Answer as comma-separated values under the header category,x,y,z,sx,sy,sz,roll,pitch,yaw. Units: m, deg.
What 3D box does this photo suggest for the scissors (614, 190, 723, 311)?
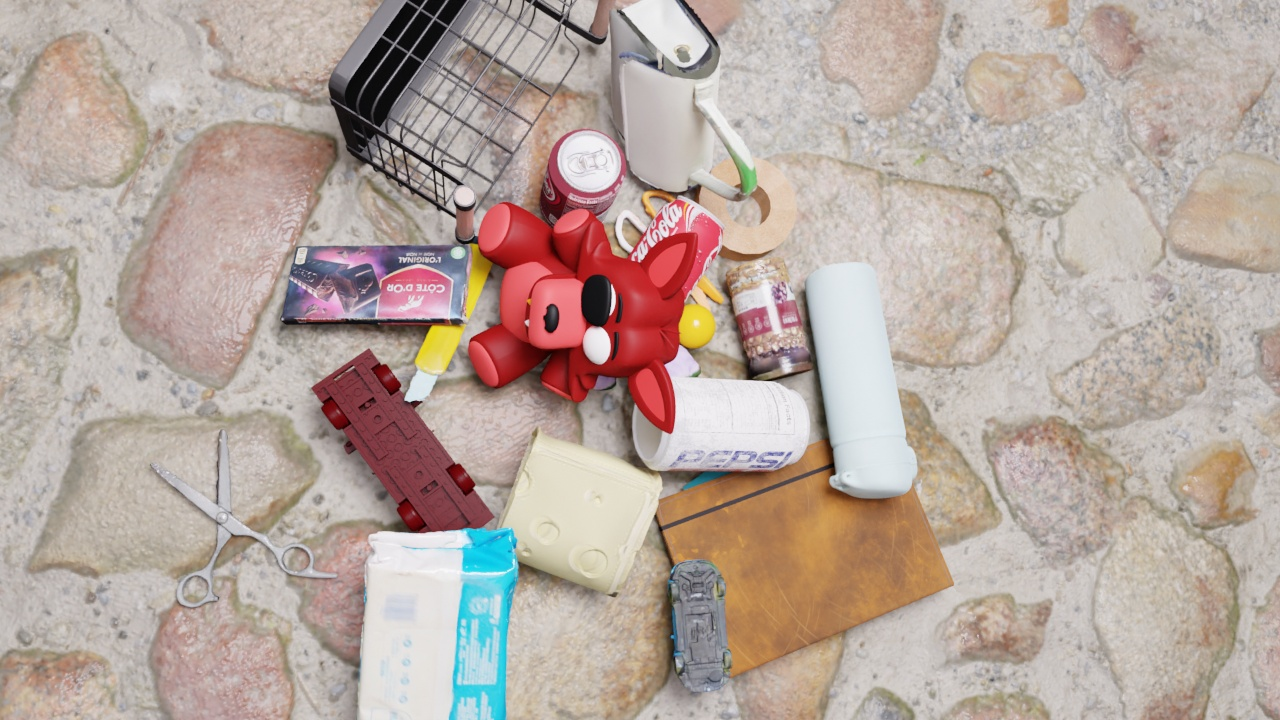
category,x,y,z,sx,sy,sz,roll,pitch,yaw
scissors,0.027,-0.092,0.844,0.073,0.012,0.131,-32,90,-10

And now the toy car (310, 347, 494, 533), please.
category,x,y,z,sx,sy,sz,roll,pitch,yaw
toy car,-0.193,0.077,0.754,0.070,0.062,0.170,-37,90,-13

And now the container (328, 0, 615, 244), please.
category,x,y,z,sx,sy,sz,roll,pitch,yaw
container,-0.133,-0.239,0.758,0.130,0.163,0.241,32,78,-5

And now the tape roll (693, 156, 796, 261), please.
category,x,y,z,sx,sy,sz,roll,pitch,yaw
tape roll,0.097,-0.141,0.855,0.094,0.027,0.094,1,82,-10

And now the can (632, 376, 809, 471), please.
category,x,y,z,sx,sy,sz,roll,pitch,yaw
can,0.068,0.055,0.779,0.136,0.078,0.078,3,81,-23

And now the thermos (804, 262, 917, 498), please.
category,x,y,z,sx,sy,sz,roll,pitch,yaw
thermos,0.194,0.019,0.817,0.077,0.065,0.206,-1,74,-18

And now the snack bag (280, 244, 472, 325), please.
category,x,y,z,sx,sy,sz,roll,pitch,yaw
snack bag,-0.220,-0.063,0.770,0.155,0.018,0.074,0,64,1

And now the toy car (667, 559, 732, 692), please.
category,x,y,z,sx,sy,sz,roll,pitch,yaw
toy car,0.047,0.220,0.763,0.048,0.032,0.105,-4,79,-9

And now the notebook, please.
category,x,y,z,sx,sy,sz,roll,pitch,yaw
notebook,0.135,0.159,0.816,0.249,0.014,0.178,-18,80,-12

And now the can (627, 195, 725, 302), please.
category,x,y,z,sx,sy,sz,roll,pitch,yaw
can,0.024,-0.086,0.805,0.064,0.064,0.105,34,91,-4

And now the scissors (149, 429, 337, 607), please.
category,x,y,z,sx,sy,sz,roll,pitch,yaw
scissors,-0.324,0.136,0.747,0.171,0.014,0.141,19,82,-8

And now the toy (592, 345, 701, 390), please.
category,x,y,z,sx,sy,sz,roll,pitch,yaw
toy,-0.005,0.005,0.813,0.099,0.036,0.080,39,88,0

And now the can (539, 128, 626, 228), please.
category,x,y,z,sx,sy,sz,roll,pitch,yaw
can,-0.051,-0.150,0.785,0.063,0.114,0.063,2,82,-10

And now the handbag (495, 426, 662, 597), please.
category,x,y,z,sx,sy,sz,roll,pitch,yaw
handbag,-0.051,0.126,0.764,0.119,0.081,0.111,21,91,-9

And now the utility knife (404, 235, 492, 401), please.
category,x,y,z,sx,sy,sz,roll,pitch,yaw
utility knife,-0.159,-0.037,0.772,0.030,0.017,0.175,16,54,1

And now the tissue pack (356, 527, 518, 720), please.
category,x,y,z,sx,sy,sz,roll,pitch,yaw
tissue pack,-0.156,0.221,0.710,0.117,0.066,0.209,4,105,-9

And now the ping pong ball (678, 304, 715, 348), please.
category,x,y,z,sx,sy,sz,roll,pitch,yaw
ping pong ball,0.048,-0.031,0.824,0.040,0.040,0.040,1,82,-10

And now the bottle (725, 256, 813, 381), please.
category,x,y,z,sx,sy,sz,roll,pitch,yaw
bottle,0.116,-0.036,0.829,0.056,0.056,0.105,-13,84,-12

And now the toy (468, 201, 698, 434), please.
category,x,y,z,sx,sy,sz,roll,pitch,yaw
toy,-0.046,-0.039,0.732,0.120,0.197,0.158,-4,106,-48

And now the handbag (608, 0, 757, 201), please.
category,x,y,z,sx,sy,sz,roll,pitch,yaw
handbag,0.034,-0.199,0.769,0.074,0.151,0.176,-29,68,-13
